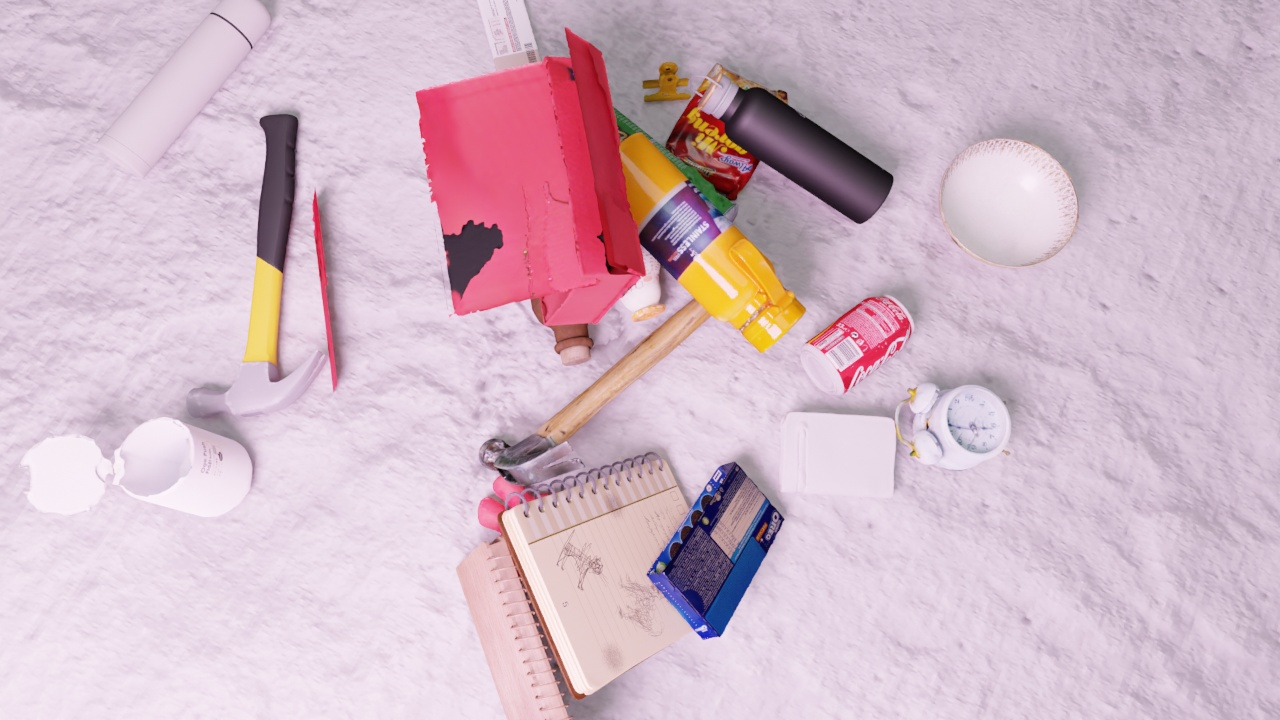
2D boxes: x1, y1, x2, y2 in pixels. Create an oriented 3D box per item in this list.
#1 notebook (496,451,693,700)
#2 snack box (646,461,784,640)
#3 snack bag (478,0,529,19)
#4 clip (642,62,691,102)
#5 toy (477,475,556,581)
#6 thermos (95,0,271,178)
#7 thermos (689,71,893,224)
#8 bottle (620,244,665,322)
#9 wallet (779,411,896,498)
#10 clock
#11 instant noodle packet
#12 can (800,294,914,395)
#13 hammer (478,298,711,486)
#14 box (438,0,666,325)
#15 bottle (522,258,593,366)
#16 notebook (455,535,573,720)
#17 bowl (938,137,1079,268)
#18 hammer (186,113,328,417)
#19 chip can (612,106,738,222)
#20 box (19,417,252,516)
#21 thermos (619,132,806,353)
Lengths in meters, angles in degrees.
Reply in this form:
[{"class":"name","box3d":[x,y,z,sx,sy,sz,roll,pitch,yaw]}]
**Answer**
[{"class":"notebook","box3d":[-0.015,0.173,0.799,0.024,0.225,0.167,-33,76,33]},{"class":"snack box","box3d":[0.073,0.171,0.838,0.082,0.027,0.149,52,48,-11]},{"class":"snack bag","box3d":[-0.143,-0.355,1.011,0.057,0.013,0.158,-15,77,-9]},{"class":"clip","box3d":[0.029,-0.303,0.993,0.054,0.050,0.044,-3,42,-4]},{"class":"toy","box3d":[-0.096,0.163,0.864,0.135,0.045,0.091,41,78,18]},{"class":"thermos","box3d":[-0.470,-0.292,0.955,0.052,0.052,0.223,31,76,5]},{"class":"thermos","box3d":[0.149,-0.226,0.942,0.231,0.061,0.061,30,75,-11]},{"class":"bottle","box3d":[-0.009,-0.095,0.928,0.063,0.063,0.109,-20,83,-8]},{"class":"wallet","box3d":[0.194,0.093,0.910,0.116,0.032,0.086,7,86,-4]},{"class":"clock","box3d":[0.305,0.065,0.907,0.117,0.057,0.083,4,76,-10]},{"class":"instant noodle packet","box3d":[0.092,-0.249,0.986,0.098,0.040,0.135,30,75,-3]},{"class":"can","box3d":[0.217,-0.017,0.920,0.104,0.064,0.064,-35,80,-11]},{"class":"hammer","box3d":[-0.005,0.005,0.890,0.329,0.132,0.033,-41,111,-21]},{"class":"box","box3d":[-0.072,-0.188,0.638,0.141,0.511,0.215,-9,77,-5]},{"class":"bottle","box3d":[-0.077,-0.072,0.914,0.068,0.068,0.156,-10,76,-6]},{"class":"notebook","box3d":[-0.102,0.261,0.776,0.022,0.169,0.210,-17,77,-24]},{"class":"bowl","box3d":[0.375,-0.155,0.965,0.145,0.063,0.145,1,76,-4]},{"class":"hammer","box3d":[-0.372,-0.102,0.922,0.127,0.029,0.323,-2,74,4]},{"class":"chip can","box3d":[-0.002,-0.198,0.949,0.223,0.075,0.075,40,77,6]},{"class":"box","box3d":[-0.444,0.102,0.820,0.143,0.137,0.083,-9,70,5]},{"class":"thermos","box3d":[0.054,-0.108,0.863,0.076,0.091,0.232,-44,87,8]}]
